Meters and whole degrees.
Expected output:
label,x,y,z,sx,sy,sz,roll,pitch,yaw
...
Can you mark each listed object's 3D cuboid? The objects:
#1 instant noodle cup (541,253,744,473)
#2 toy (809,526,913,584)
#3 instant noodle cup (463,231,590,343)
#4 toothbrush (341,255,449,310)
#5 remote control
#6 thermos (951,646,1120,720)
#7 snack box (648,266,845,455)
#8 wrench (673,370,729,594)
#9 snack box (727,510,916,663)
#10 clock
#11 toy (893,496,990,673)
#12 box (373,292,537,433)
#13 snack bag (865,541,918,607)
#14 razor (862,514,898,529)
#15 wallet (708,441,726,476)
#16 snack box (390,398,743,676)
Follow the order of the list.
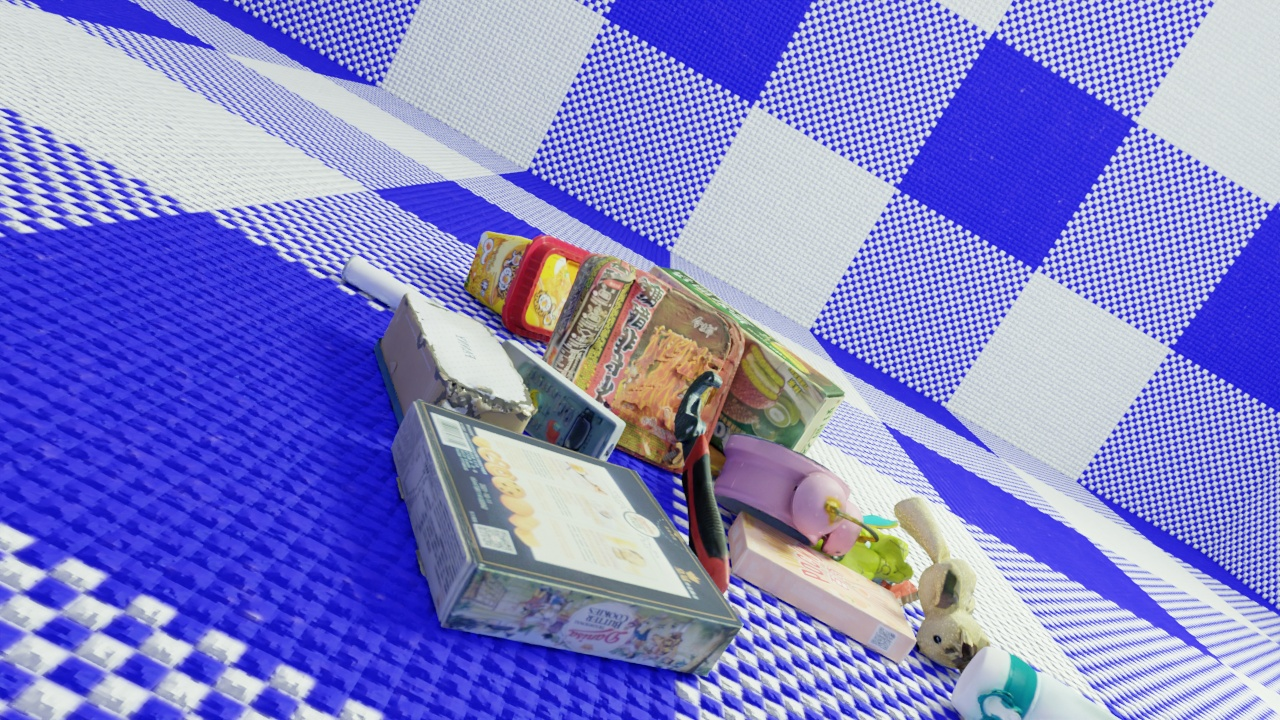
label,x,y,z,sx,sy,sz,roll,pitch,yaw
instant noodle cup,-0.005,0.005,0.876,0.188,0.164,0.079,26,-11,-19
toy,0.201,0.181,0.848,0.100,0.031,0.096,14,28,2
instant noodle cup,-0.131,-0.092,1.064,0.124,0.116,0.116,25,6,38
toothbrush,-0.184,-0.034,0.877,0.221,0.026,0.026,30,6,1
remote control,-0.077,0.038,0.763,0.135,0.056,0.019,36,14,23
thermos,0.338,0.293,0.672,0.224,0.073,0.073,31,12,9
snack box,0.082,0.011,0.949,0.240,0.115,0.063,39,19,26
wrench,0.050,0.094,0.742,0.016,0.056,0.272,35,27,-19
snack box,0.147,0.185,0.760,0.157,0.026,0.084,30,12,-4
clock,0.135,0.122,0.803,0.159,0.059,0.117,17,-18,34
toy,0.259,0.193,0.801,0.105,0.066,0.157,60,17,-49
box,-0.149,0.010,0.712,0.089,0.060,0.184,24,11,-29
snack bag,0.221,0.197,0.883,0.048,0.026,0.104,-2,29,-39
razor,0.235,0.168,1.031,0.132,0.028,0.043,24,-18,-17
wallet,0.078,0.091,0.973,0.131,0.031,0.108,19,18,-47
snack box,-0.052,0.107,0.567,0.182,0.046,0.178,23,14,-31
